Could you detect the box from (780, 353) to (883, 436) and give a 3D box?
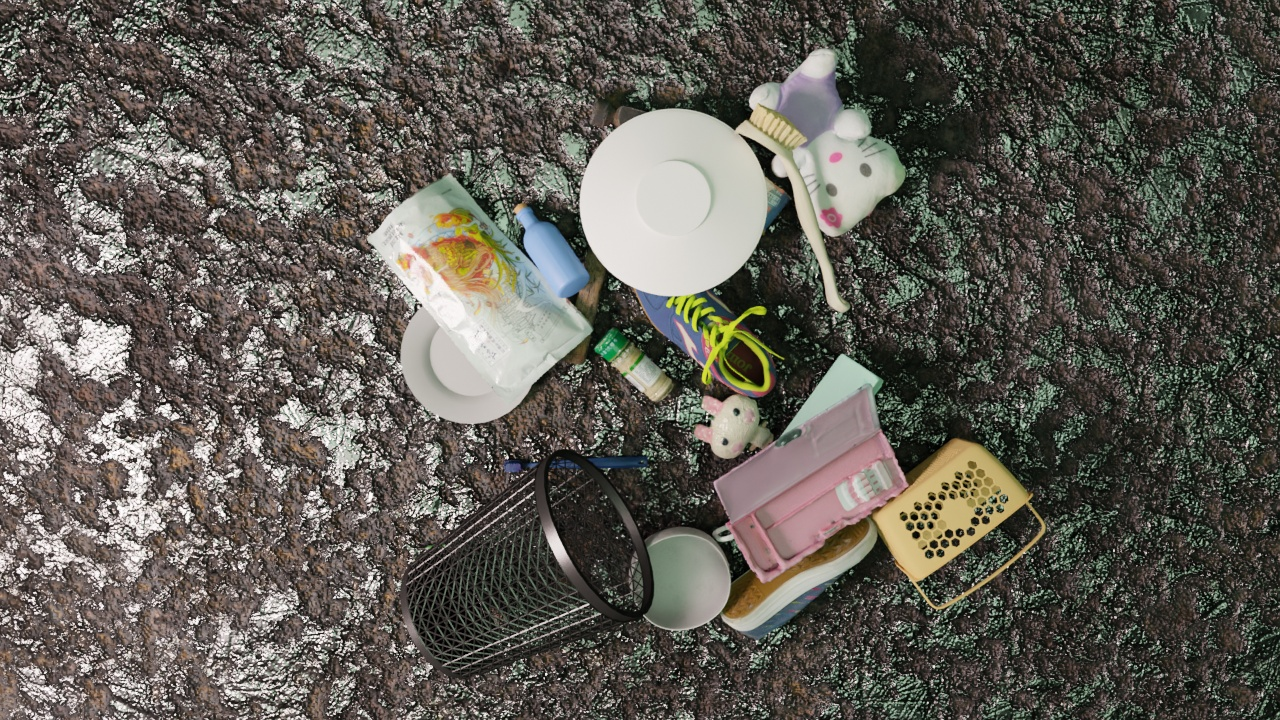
[{"bbox_3d":[0.244,0.088,1.215,0.077,0.079,0.189,37,96,33],"label":"box"}]

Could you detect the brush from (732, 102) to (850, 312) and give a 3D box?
[{"bbox_3d":[0.194,-0.181,1.101,0.077,0.061,0.272,-21,101,29],"label":"brush"}]

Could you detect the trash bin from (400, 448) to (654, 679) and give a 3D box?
[{"bbox_3d":[-0.145,0.261,1.118,0.244,0.216,0.217,-32,99,17],"label":"trash bin"}]

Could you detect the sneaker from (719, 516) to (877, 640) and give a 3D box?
[{"bbox_3d":[0.216,0.287,1.224,0.235,0.087,0.079,-35,125,3],"label":"sneaker"}]

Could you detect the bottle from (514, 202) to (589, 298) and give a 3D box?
[{"bbox_3d":[-0.117,-0.142,1.141,0.048,0.048,0.131,-35,75,2],"label":"bottle"}]

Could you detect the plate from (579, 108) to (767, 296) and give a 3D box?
[{"bbox_3d":[0.040,-0.194,1.110,0.229,0.030,0.229,0,90,3],"label":"plate"}]

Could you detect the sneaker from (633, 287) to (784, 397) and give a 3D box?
[{"bbox_3d":[0.084,-0.052,1.153,0.116,0.091,0.242,-45,97,6],"label":"sneaker"}]

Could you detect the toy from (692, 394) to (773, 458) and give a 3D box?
[{"bbox_3d":[0.124,0.088,1.199,0.112,0.050,0.087,24,96,0],"label":"toy"}]

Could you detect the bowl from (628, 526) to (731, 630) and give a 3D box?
[{"bbox_3d":[0.050,0.282,1.210,0.132,0.064,0.132,0,98,-3],"label":"bowl"}]

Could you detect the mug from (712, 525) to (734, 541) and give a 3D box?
[{"bbox_3d":[0.154,0.213,1.200,0.124,0.076,0.090,-19,98,-1],"label":"mug"}]

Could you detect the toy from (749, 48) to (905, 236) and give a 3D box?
[{"bbox_3d":[0.228,-0.265,1.135,0.138,0.085,0.209,-30,96,15],"label":"toy"}]

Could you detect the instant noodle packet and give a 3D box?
[{"bbox_3d":[-0.198,-0.092,1.134,0.146,0.057,0.269,-42,91,-9],"label":"instant noodle packet"}]

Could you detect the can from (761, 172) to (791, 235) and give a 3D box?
[{"bbox_3d":[0.133,-0.211,1.153,0.100,0.054,0.059,38,93,-8],"label":"can"}]

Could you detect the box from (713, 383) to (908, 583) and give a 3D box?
[{"bbox_3d":[0.208,0.147,1.134,0.232,0.055,0.180,-30,115,-10],"label":"box"}]

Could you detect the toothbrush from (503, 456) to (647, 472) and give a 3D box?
[{"bbox_3d":[-0.085,0.137,1.207,0.190,0.017,0.016,-1,98,-3],"label":"toothbrush"}]

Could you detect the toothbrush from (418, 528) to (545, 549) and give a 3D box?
[{"bbox_3d":[-0.200,0.240,1.217,0.188,0.014,0.017,-7,106,-2],"label":"toothbrush"}]

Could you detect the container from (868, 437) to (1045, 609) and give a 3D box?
[{"bbox_3d":[0.412,0.213,1.190,0.183,0.129,0.167,-37,89,2],"label":"container"}]

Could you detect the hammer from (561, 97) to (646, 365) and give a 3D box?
[{"bbox_3d":[-0.039,-0.153,1.164,0.120,0.033,0.330,14,97,-6],"label":"hammer"}]

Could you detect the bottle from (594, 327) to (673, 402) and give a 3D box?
[{"bbox_3d":[-0.007,0.007,1.181,0.110,0.042,0.043,42,93,-9],"label":"bottle"}]

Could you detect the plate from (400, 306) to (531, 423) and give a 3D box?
[{"bbox_3d":[-0.219,-0.006,1.179,0.173,0.019,0.173,0,98,-3],"label":"plate"}]
